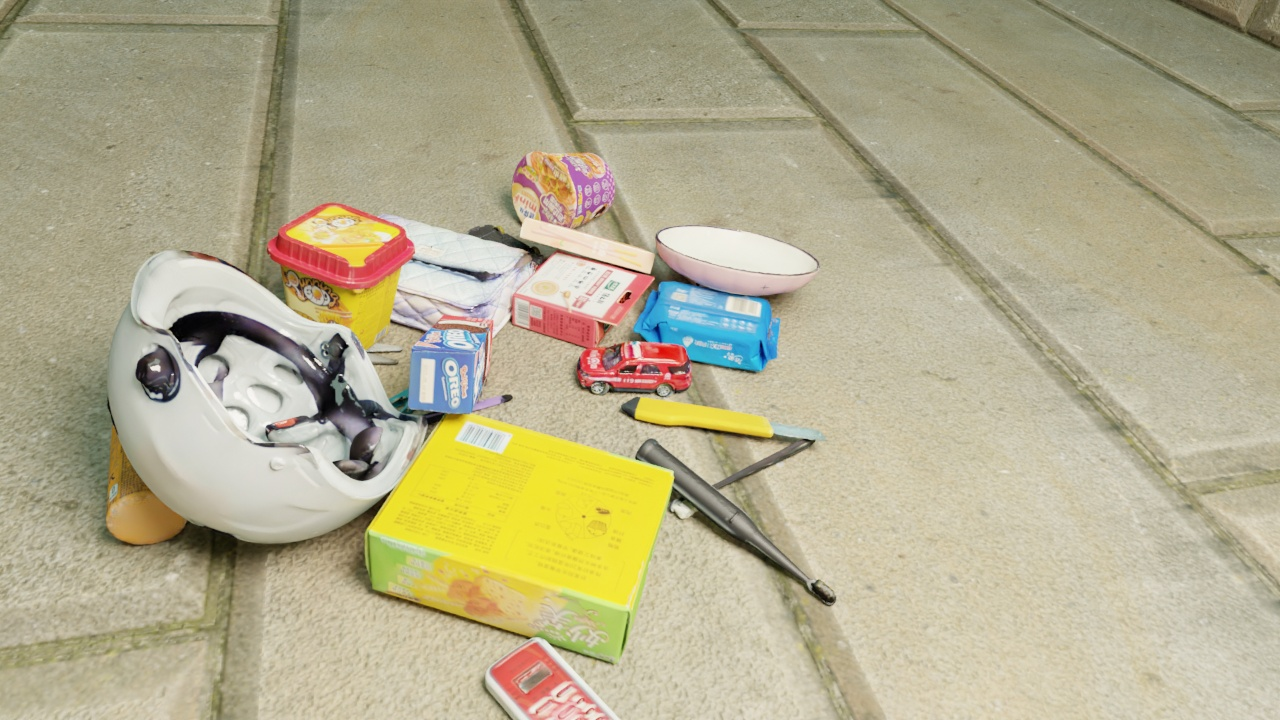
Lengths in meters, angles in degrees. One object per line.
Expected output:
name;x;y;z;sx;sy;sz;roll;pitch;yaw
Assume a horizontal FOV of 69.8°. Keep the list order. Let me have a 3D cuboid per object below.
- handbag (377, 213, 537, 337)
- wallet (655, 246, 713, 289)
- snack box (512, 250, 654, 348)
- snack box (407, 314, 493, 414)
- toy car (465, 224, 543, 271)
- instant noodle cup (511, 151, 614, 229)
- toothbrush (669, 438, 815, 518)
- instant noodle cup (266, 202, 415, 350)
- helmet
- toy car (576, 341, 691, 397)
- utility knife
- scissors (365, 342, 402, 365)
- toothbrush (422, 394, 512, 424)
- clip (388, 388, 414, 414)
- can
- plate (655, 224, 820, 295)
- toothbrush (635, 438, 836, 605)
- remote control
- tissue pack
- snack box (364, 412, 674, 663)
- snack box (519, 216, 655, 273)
handbag;-0.230;-0.097;1.024;0.194;0.076;0.133;16;38;10
wallet;0.085;-0.124;1.151;0.087;0.024;0.115;-20;45;-24
snack box;-0.063;-0.067;1.036;0.127;0.044;0.113;18;38;15
snack box;-0.172;0.000;0.853;0.057;0.058;0.207;6;10;-6
toy car;-0.167;-0.133;1.114;0.106;0.031;0.049;33;44;24
instant noodle cup;-0.093;-0.219;1.183;0.111;0.112;0.099;32;35;28
toothbrush;0.102;0.107;0.863;0.180;0.016;0.018;-22;48;-31
instant noodle cup;-0.301;-0.076;0.923;0.116;0.124;0.115;21;35;8
helmet;-0.319;0.046;0.740;0.258;0.146;0.228;42;12;4
toy car;-0.006;0.006;0.953;0.120;0.045;0.052;-1;37;-6
utility knife;0.082;0.062;0.909;0.207;0.015;0.033;9;34;10
scissors;-0.365;-0.003;0.934;0.234;0.022;0.162;21;43;9
toothbrush;-0.209;0.059;0.882;0.188;0.017;0.014;-15;54;-30
clip;-0.228;0.039;0.900;0.040;0.014;0.056;24;40;20
can;-0.416;0.085;0.776;0.058;0.058;0.146;-10;41;-20
plate;0.109;-0.113;1.066;0.192;0.039;0.192;8;22;-4
toothbrush;0.081;0.139;0.794;0.213;0.027;0.026;37;64;22
remote control;-0.052;0.253;0.647;0.055;0.020;0.136;-26;48;-36
tissue pack;0.076;-0.037;1.013;0.157;0.052;0.094;12;36;6
snack box;-0.092;0.136;0.746;0.210;0.070;0.157;15;38;6
snack box;-0.064;-0.138;1.088;0.157;0.026;0.084;14;8;-9
